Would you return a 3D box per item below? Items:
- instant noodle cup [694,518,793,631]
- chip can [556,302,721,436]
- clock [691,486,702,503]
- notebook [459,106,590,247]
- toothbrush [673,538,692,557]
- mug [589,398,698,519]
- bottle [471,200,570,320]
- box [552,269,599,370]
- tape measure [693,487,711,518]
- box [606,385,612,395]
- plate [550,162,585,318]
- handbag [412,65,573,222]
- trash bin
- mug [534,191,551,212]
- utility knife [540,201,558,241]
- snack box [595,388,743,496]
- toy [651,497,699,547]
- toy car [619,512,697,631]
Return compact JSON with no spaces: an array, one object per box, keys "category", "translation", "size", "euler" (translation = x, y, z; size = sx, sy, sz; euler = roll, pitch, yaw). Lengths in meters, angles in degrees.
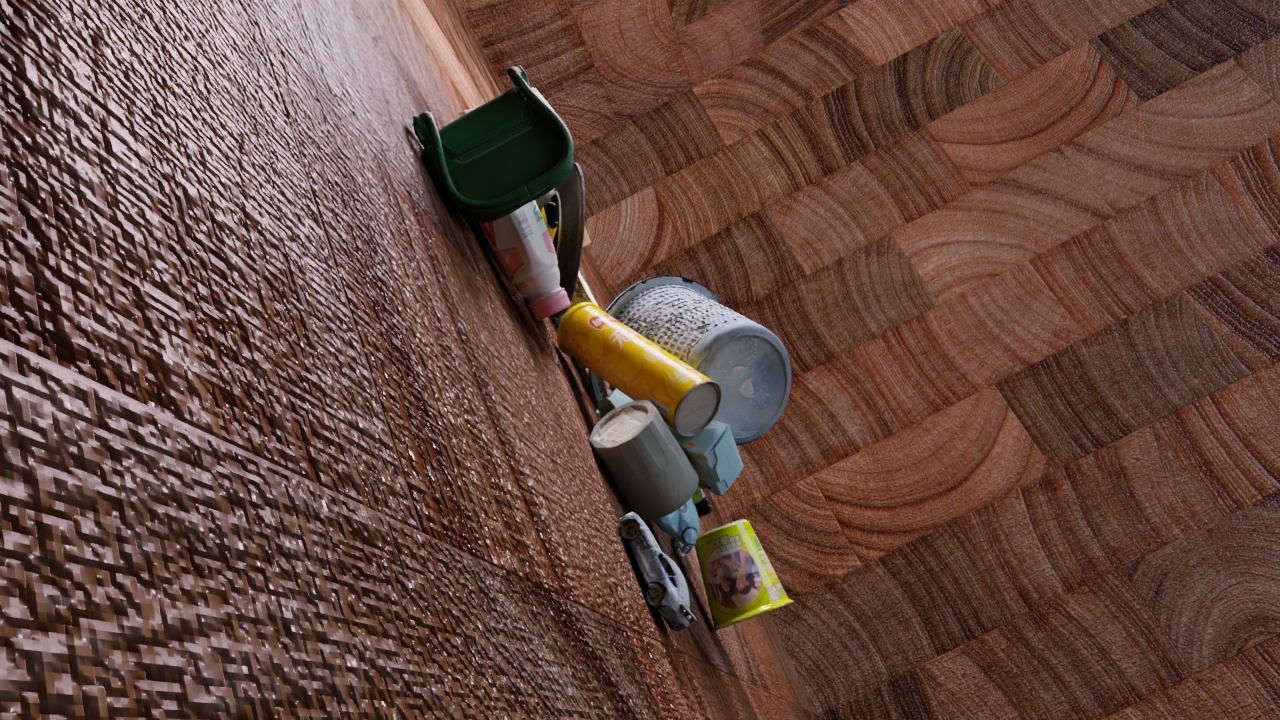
[{"category":"instant noodle cup","translation":[0.128,0.280,1.214],"size":[0.112,0.112,0.123],"euler":[55,15,-72]},{"category":"chip can","translation":[-0.006,0.006,1.053],"size":[0.213,0.072,0.072],"euler":[34,-17,38]},{"category":"clock","translation":[0.044,0.150,1.312],"size":[0.161,0.056,0.116],"euler":[-113,-171,-64]},{"category":"notebook","translation":[-0.137,-0.223,1.149],"size":[0.149,0.012,0.211],"euler":[-41,115,-52]},{"category":"toothbrush","translation":[0.059,0.250,1.262],"size":[0.026,0.027,0.224],"euler":[45,1,6]},{"category":"mug","translation":[-0.004,0.100,1.004],"size":[0.103,0.083,0.124],"euler":[60,-9,-26]},{"category":"bottle","translation":[-0.131,-0.136,0.932],"size":[0.068,0.068,0.197],"euler":[-96,160,-83]},{"category":"box","translation":[-0.089,-0.070,1.246],"size":[0.089,0.061,0.184],"euler":[-62,126,-86]},{"category":"tape measure","translation":[0.065,0.211,1.347],"size":[0.066,0.065,0.033],"euler":[-124,-169,-67]},{"category":"box","translation":[0.016,0.063,1.399],"size":[0.168,0.091,0.076],"euler":[61,44,-54]},{"category":"plate","translation":[-0.095,-0.139,1.057],"size":[0.179,0.024,0.179],"euler":[-177,-89,-73]},{"category":"handbag","translation":[-0.134,-0.200,0.858],"size":[0.120,0.131,0.068],"euler":[59,-6,-3]},{"category":"trash bin","translation":[0.075,0.013,1.163],"size":[0.195,0.226,0.226],"euler":[21,-37,60]},{"category":"mug","translation":[-0.151,-0.220,1.024],"size":[0.106,0.082,0.111],"euler":[58,42,-61]},{"category":"utility knife","translation":[-0.110,-0.121,1.024],"size":[0.215,0.015,0.033],"euler":[125,-44,-68]},{"category":"snack box","translation":[0.032,0.092,1.074],"size":[0.175,0.051,0.074],"euler":[18,-34,38]},{"category":"toy","translation":[0.029,0.158,1.132],"size":[0.161,0.050,0.156],"euler":[52,24,16]},{"category":"toy car","translation":[0.016,0.194,0.855],"size":[0.120,0.037,0.054],"euler":[61,1,35]}]
